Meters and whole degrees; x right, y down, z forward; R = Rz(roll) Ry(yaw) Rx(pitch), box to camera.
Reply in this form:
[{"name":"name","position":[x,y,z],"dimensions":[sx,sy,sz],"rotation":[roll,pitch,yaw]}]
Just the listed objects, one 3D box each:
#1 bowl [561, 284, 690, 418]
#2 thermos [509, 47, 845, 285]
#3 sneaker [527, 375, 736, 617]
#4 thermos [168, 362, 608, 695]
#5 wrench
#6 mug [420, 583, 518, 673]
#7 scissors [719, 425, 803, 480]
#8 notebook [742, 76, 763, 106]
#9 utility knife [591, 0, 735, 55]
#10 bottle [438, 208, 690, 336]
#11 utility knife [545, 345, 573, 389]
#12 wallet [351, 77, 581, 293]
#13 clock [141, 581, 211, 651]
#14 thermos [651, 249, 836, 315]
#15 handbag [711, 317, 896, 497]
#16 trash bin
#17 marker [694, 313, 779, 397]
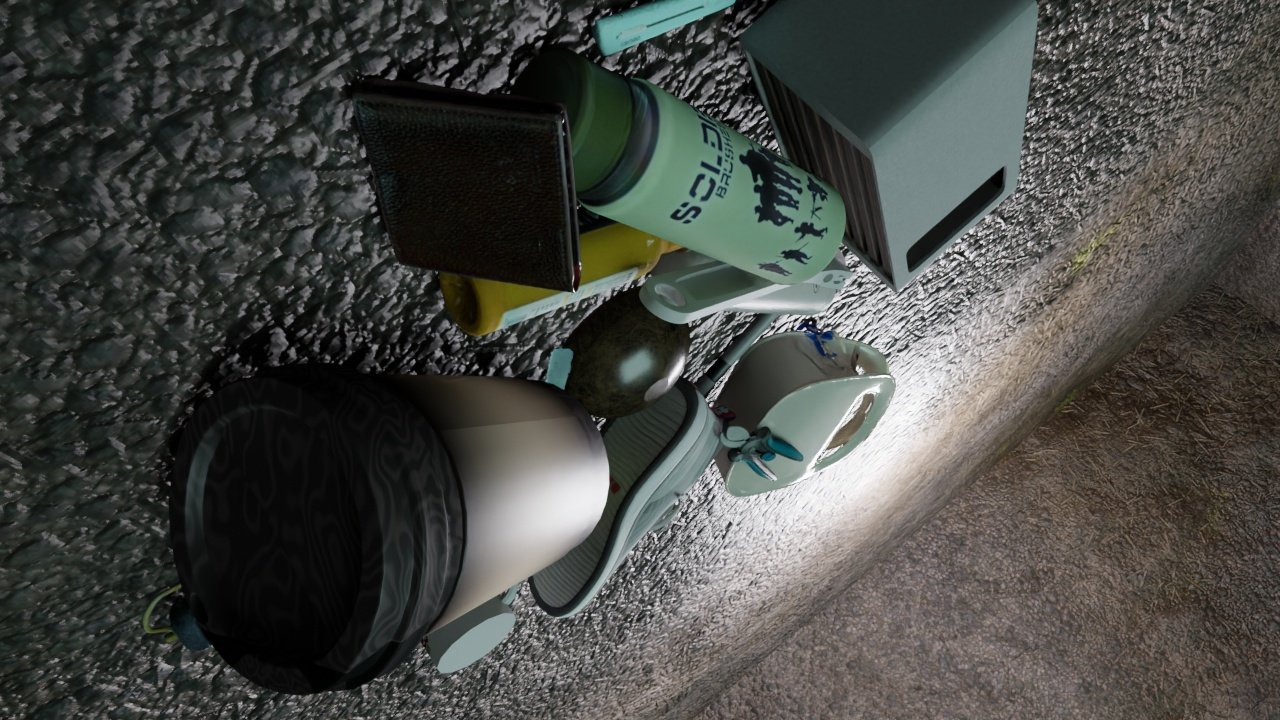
[{"name":"bowl","position":[-0.004,0.004,0.724],"dimensions":[0.121,0.056,0.121],"rotation":[-32,152,-19]},{"name":"thermos","position":[0.025,-0.109,0.534],"dimensions":[0.231,0.082,0.082],"rotation":[13,122,-45]},{"name":"sneaker","position":[-0.008,0.131,0.866],"dimensions":[0.263,0.097,0.128],"rotation":[-56,147,12]},{"name":"thermos","position":[-0.132,0.082,0.557],"dimensions":[0.173,0.172,0.225],"rotation":[-53,159,21]},{"name":"wrench","position":[0.077,-0.070,0.658],"dimensions":[0.272,0.087,0.018],"rotation":[-20,147,-52]},{"name":"mug","position":[-0.150,0.194,0.778],"dimensions":[0.105,0.089,0.073],"rotation":[-39,154,-6]},{"name":"scissors","position":[0.120,0.086,0.891],"dimensions":[0.148,0.019,0.132],"rotation":[-12,143,-21]},{"name":"notebook","position":[0.185,-0.246,0.646],"dimensions":[0.230,0.019,0.170],"rotation":[-10,141,-48]},{"name":"utility knife","position":[0.021,-0.194,0.505],"dimensions":[0.119,0.015,0.022],"rotation":[-31,151,-28]},{"name":"bottle","position":[-0.033,-0.068,0.576],"dimensions":[0.185,0.053,0.053],"rotation":[-23,149,-33]},{"name":"utility knife","position":[-0.076,0.059,0.740],"dimensions":[0.018,0.030,0.207],"rotation":[-53,167,-39]},{"name":"wallet","position":[-0.081,-0.081,0.452],"dimensions":[0.120,0.099,0.031],"rotation":[91,9,-54]},{"name":"clock","position":[-0.258,0.146,0.603],"dimensions":[0.129,0.052,0.090],"rotation":[-8,139,-42]},{"name":"thermos","position":[0.089,-0.065,0.750],"dimensions":[0.223,0.052,0.052],"rotation":[-1,133,-53]},{"name":"handbag","position":[0.174,0.050,0.980],"dimensions":[0.199,0.093,0.201],"rotation":[0,134,-31]},{"name":"trash bin","position":[0.167,-0.157,0.607],"dimensions":[0.114,0.114,0.229],"rotation":[-41,155,3]},{"name":"marker","position":[0.095,-0.013,0.881],"dimensions":[0.141,0.016,0.016],"rotation":[-48,153,13]}]
